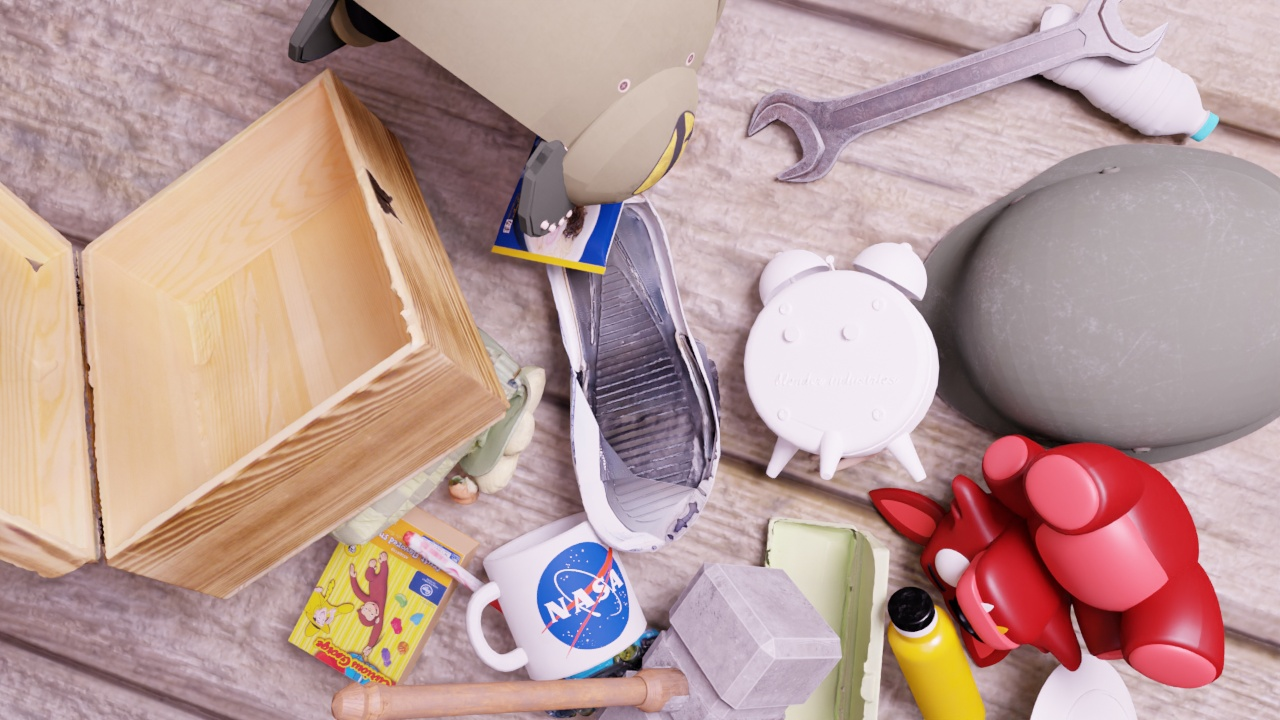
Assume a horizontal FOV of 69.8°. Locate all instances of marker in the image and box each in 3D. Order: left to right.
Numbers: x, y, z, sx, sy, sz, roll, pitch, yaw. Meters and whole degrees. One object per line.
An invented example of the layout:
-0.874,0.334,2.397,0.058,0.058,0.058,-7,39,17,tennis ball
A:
-0.120,0.168,0.675,0.013,0.012,0.142,-43,115,6,marker

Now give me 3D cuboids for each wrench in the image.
0.208,-0.189,0.628,0.274,0.010,0.070,-15,95,19,wrench

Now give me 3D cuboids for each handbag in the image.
-0.147,0.058,0.654,0.186,0.113,0.117,-45,115,-5,handbag

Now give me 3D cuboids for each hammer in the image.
-0.035,0.200,0.551,0.163,0.317,0.083,-58,44,18,hammer

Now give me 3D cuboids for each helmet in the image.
-0.058,-0.219,0.551,0.250,0.255,0.233,37,99,2,helmet
0.306,-0.032,0.582,0.268,0.153,0.227,-6,92,22,helmet

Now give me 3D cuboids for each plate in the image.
0.307,0.270,0.622,0.134,0.011,0.134,5,81,-33,plate

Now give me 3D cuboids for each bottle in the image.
0.198,0.204,0.620,0.043,0.043,0.144,-25,126,6,bottle
0.327,-0.192,0.626,0.136,0.044,0.044,32,95,4,bottle

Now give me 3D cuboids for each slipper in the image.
-0.004,0.004,0.665,0.111,0.063,0.263,-15,78,8,slipper

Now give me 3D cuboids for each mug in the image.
-0.067,0.172,0.653,0.121,0.091,0.090,-22,90,-28,mug

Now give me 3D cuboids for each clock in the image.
0.134,0.000,0.624,0.125,0.072,0.161,-1,82,25,clock

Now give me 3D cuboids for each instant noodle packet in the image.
-0.046,-0.130,0.661,0.087,0.026,0.134,13,73,17,instant noodle packet

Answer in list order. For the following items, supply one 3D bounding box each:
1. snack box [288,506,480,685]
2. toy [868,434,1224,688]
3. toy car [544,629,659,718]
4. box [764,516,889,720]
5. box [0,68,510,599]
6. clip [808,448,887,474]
-0.195,0.176,0.702,0.088,0.040,0.126,29,95,4,snack box
0.252,0.131,0.590,0.120,0.198,0.158,-35,91,-36,toy
-0.027,0.231,0.685,0.105,0.048,0.032,-31,44,5,toy car
0.121,0.211,0.650,0.082,0.098,0.188,4,90,6,box
-0.310,-0.057,0.516,0.287,0.336,0.279,-34,56,8,box
0.154,0.067,0.669,0.049,0.026,0.061,32,88,0,clip
